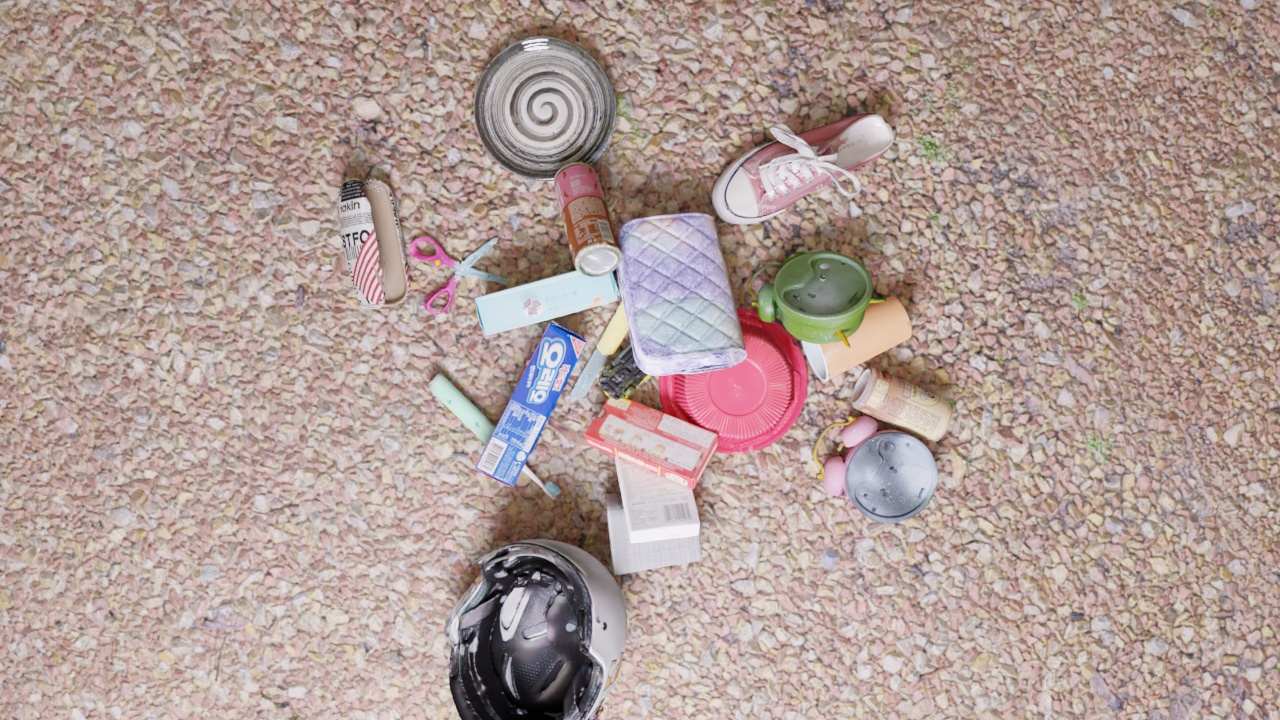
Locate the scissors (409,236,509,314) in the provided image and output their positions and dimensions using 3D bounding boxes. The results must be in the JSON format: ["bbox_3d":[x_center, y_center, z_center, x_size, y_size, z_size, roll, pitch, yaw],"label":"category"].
[{"bbox_3d":[-0.236,-0.110,1.178,0.133,0.017,0.130,16,93,-5],"label":"scissors"}]

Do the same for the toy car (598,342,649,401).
[{"bbox_3d":[-0.007,0.007,1.176,0.048,0.032,0.105,42,80,12],"label":"toy car"}]

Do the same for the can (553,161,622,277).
[{"bbox_3d":[-0.065,-0.171,1.112,0.058,0.058,0.147,-17,56,1],"label":"can"}]

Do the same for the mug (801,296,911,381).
[{"bbox_3d":[0.273,-0.032,1.158,0.122,0.078,0.078,-23,95,-4],"label":"mug"}]

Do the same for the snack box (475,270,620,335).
[{"bbox_3d":[-0.115,-0.077,1.150,0.175,0.074,0.051,-15,95,1],"label":"snack box"}]

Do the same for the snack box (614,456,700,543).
[{"bbox_3d":[0.017,0.152,1.137,0.084,0.156,0.027,-6,135,-7],"label":"snack box"}]

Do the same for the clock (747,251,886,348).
[{"bbox_3d":[0.208,-0.081,1.127,0.161,0.056,0.115,27,58,29],"label":"clock"}]

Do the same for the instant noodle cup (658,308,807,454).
[{"bbox_3d":[0.120,0.031,1.166,0.194,0.066,0.194,0,96,1],"label":"instant noodle cup"}]

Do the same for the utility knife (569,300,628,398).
[{"bbox_3d":[-0.030,-0.044,1.181,0.031,0.022,0.220,30,88,-2],"label":"utility knife"}]

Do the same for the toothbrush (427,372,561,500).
[{"bbox_3d":[-0.189,0.102,1.191,0.027,0.026,0.224,-45,94,-2],"label":"toothbrush"}]

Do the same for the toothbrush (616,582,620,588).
[{"bbox_3d":[-0.071,0.396,1.218,0.026,0.027,0.221,16,97,-42],"label":"toothbrush"}]

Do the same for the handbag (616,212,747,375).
[{"bbox_3d":[0.045,-0.081,1.113,0.134,0.076,0.193,-7,70,-7],"label":"handbag"}]

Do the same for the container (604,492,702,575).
[{"bbox_3d":[0.016,0.215,1.172,0.114,0.090,0.090,-6,96,-3],"label":"container"}]

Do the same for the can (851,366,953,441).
[{"bbox_3d":[0.333,0.056,1.170,0.116,0.058,0.058,24,95,-2],"label":"can"}]

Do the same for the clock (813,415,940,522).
[{"bbox_3d":[0.298,0.136,1.178,0.158,0.060,0.117,26,96,-4],"label":"clock"}]

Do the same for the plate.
[{"bbox_3d":[-0.119,-0.314,1.155,0.179,0.024,0.179,0,94,1],"label":"plate"}]

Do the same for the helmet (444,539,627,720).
[{"bbox_3d":[-0.112,0.345,1.144,0.230,0.156,0.274,26,109,29],"label":"helmet"}]

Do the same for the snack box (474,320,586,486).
[{"bbox_3d":[-0.137,0.054,1.155,0.057,0.058,0.207,27,86,-4],"label":"snack box"}]

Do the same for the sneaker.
[{"bbox_3d":[0.202,-0.241,1.128,0.241,0.088,0.118,-23,95,1],"label":"sneaker"}]

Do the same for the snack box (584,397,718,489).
[{"bbox_3d":[0.014,0.099,1.147,0.153,0.025,0.075,20,55,18],"label":"snack box"}]

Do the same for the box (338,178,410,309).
[{"bbox_3d":[-0.334,-0.148,1.162,0.075,0.083,0.163,-7,98,41],"label":"box"}]
